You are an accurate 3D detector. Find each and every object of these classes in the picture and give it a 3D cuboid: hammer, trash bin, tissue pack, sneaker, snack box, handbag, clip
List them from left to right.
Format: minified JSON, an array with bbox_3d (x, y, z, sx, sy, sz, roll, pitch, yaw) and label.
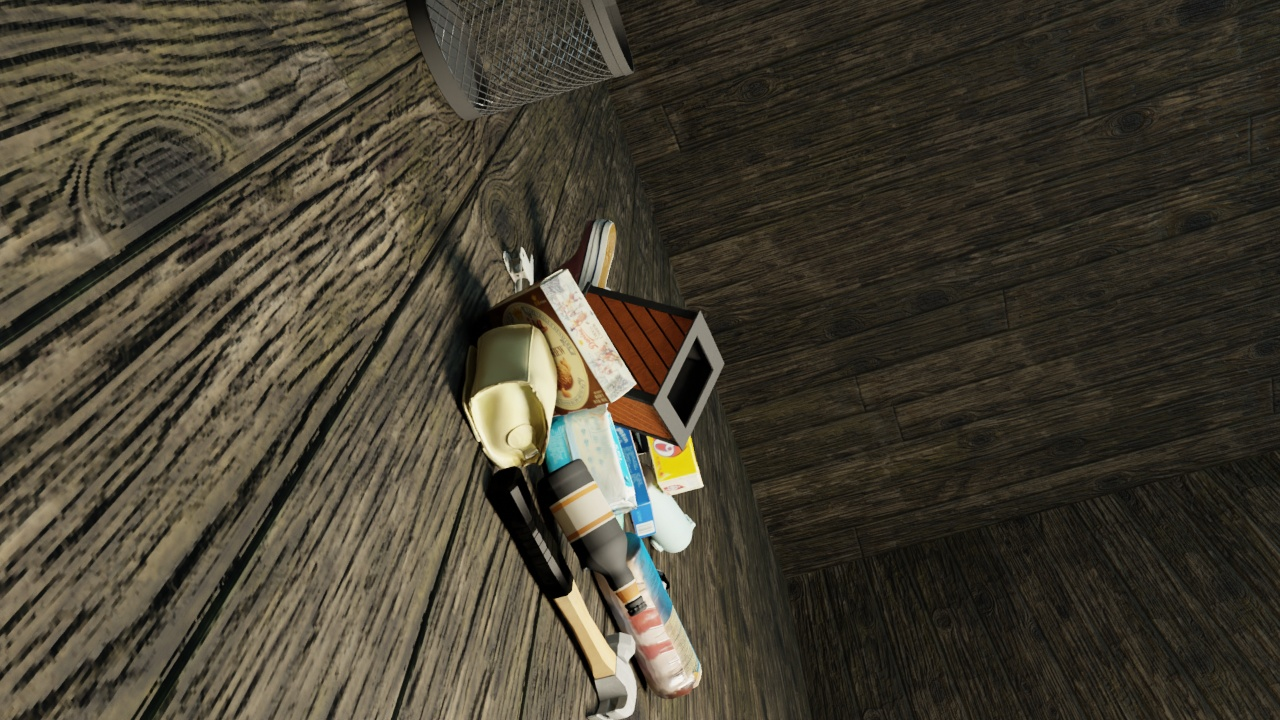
[{"bbox_3d":[-0.165,-0.118,1.202,0.058,0.050,0.101,56,17,-39],"label":"clip"},{"bbox_3d":[-0.128,0.040,0.934,0.119,0.081,0.111,-95,172,-57],"label":"handbag"},{"bbox_3d":[-0.152,-0.437,1.177,0.217,0.227,0.217,-17,89,-80],"label":"trash bin"},{"bbox_3d":[-0.091,-0.014,1.003,0.041,0.143,0.147,-37,102,-33],"label":"snack box"},{"bbox_3d":[-0.077,0.250,0.966,0.131,0.039,0.328,-88,158,-60],"label":"hammer"},{"bbox_3d":[-0.098,-0.102,1.333,0.118,0.088,0.240,80,19,-65],"label":"sneaker"},{"bbox_3d":[-0.064,0.120,1.097,0.061,0.093,0.144,31,43,-79],"label":"tissue pack"},{"bbox_3d":[-0.013,0.172,1.334,0.087,0.034,0.151,81,-7,-49],"label":"snack box"},{"bbox_3d":[-0.007,0.007,1.230,0.139,0.172,0.140,-63,151,-20],"label":"trash bin"},{"bbox_3d":[0.035,0.080,1.387,0.110,0.062,0.230,64,12,-71],"label":"snack box"}]

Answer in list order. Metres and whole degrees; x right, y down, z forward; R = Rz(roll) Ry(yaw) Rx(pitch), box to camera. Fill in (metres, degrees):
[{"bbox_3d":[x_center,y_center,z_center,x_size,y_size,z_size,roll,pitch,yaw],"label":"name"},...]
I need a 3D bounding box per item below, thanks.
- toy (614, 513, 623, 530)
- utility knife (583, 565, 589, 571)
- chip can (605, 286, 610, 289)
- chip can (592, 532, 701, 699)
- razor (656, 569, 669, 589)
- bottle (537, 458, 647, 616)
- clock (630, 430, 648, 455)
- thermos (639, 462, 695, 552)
[{"bbox_3d":[-0.037,0.215,1.276,0.105,0.033,0.085,-92,172,-67],"label":"toy"},{"bbox_3d":[-0.084,0.173,1.136,0.030,0.017,0.179,73,-1,-74],"label":"utility knife"},{"bbox_3d":[-0.057,-0.002,1.407,0.075,0.075,0.214,49,25,-67],"label":"chip can"},{"bbox_3d":[0.008,0.332,1.183,0.079,0.080,0.230,-87,157,-64],"label":"chip can"},{"bbox_3d":[0.024,0.371,1.285,0.060,0.057,0.156,5,74,-49],"label":"razor"},{"bbox_3d":[-0.047,0.201,1.025,0.181,0.059,0.059,59,8,7],"label":"bottle"},{"bbox_3d":[-0.022,0.084,1.488,0.115,0.065,0.154,58,18,-56],"label":"clock"},{"bbox_3d":[0.026,0.241,1.465,0.065,0.078,0.207,41,-12,40],"label":"thermos"}]
